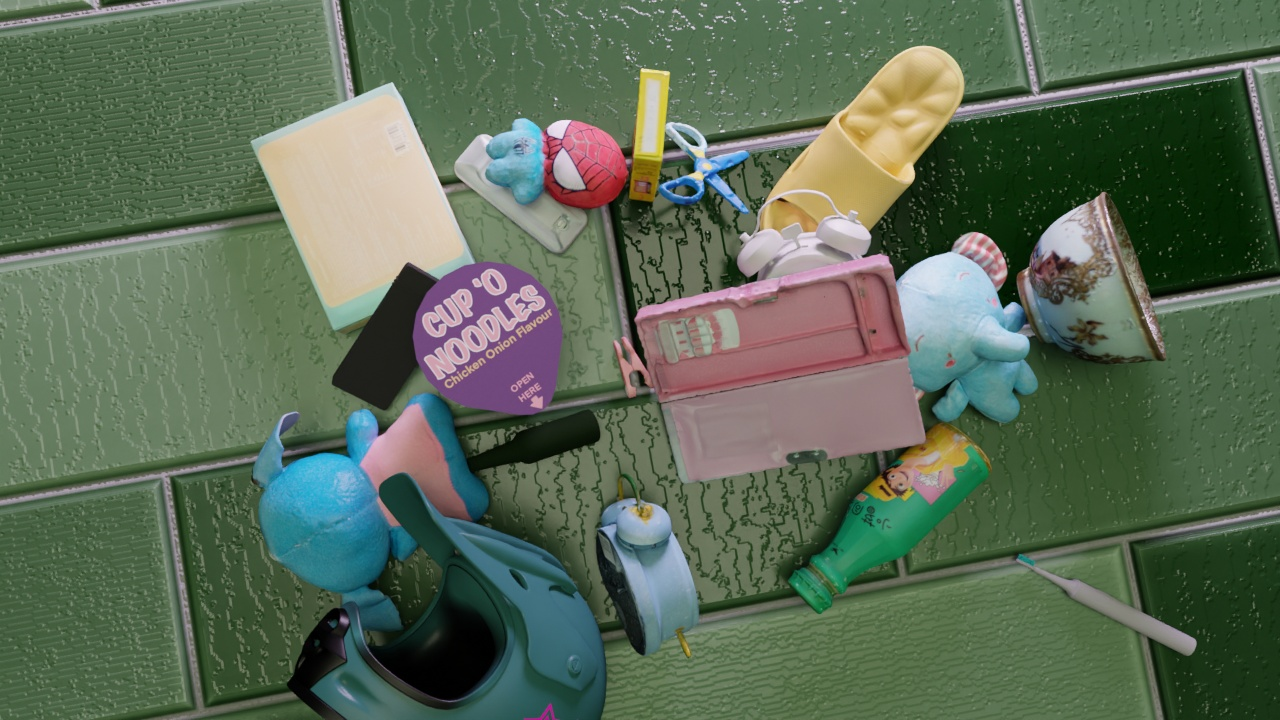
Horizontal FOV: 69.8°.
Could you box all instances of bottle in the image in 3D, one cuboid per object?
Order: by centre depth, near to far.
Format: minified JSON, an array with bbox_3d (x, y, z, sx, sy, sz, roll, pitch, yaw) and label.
[{"bbox_3d":[-0.098,0.077,0.836,0.122,0.033,0.033,-17,87,-22],"label":"bottle"},{"bbox_3d":[0.226,0.149,0.848,0.209,0.068,0.068,-42,89,-5],"label":"bottle"}]

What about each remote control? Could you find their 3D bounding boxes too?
[{"bbox_3d":[-0.223,-0.021,0.836,0.058,0.013,0.133,32,102,-24],"label":"remote control"},{"bbox_3d":[-0.114,-0.159,0.872,0.133,0.022,0.050,39,85,0],"label":"remote control"}]

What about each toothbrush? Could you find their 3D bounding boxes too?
[{"bbox_3d":[0.444,0.232,0.879,0.188,0.018,0.019,27,88,-1],"label":"toothbrush"}]

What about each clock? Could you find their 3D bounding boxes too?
[{"bbox_3d":[0.000,0.180,0.813,0.060,0.118,0.162,-16,94,-15],"label":"clock"},{"bbox_3d":[0.153,-0.079,0.837,0.120,0.061,0.159,-10,111,16],"label":"clock"}]

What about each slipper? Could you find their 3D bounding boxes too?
[{"bbox_3d":[0.209,-0.190,0.863,0.099,0.078,0.263,39,88,4],"label":"slipper"}]

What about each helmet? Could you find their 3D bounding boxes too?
[{"bbox_3d":[-0.141,0.233,0.752,0.275,0.177,0.199,48,66,-26],"label":"helmet"}]

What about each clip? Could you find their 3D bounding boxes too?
[{"bbox_3d":[-0.012,0.010,0.870,0.059,0.023,0.045,42,84,-5],"label":"clip"}]

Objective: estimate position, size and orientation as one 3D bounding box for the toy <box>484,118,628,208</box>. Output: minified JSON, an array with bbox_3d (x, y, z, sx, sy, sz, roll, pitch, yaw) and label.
[{"bbox_3d":[-0.077,-0.184,0.849,0.132,0.062,0.092,2,58,-15],"label":"toy"}]

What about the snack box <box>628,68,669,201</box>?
[{"bbox_3d":[0.006,-0.195,0.816,0.025,0.152,0.075,5,87,-2],"label":"snack box"}]

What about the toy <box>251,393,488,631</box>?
[{"bbox_3d":[-0.233,0.133,0.820,0.191,0.099,0.224,-27,96,-15],"label":"toy"}]

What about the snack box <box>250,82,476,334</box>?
[{"bbox_3d":[-0.254,-0.141,0.853,0.141,0.044,0.193,-24,88,-4],"label":"snack box"}]

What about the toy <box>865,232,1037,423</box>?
[{"bbox_3d":[0.304,-0.014,0.847,0.180,0.115,0.183,41,80,-11],"label":"toy"}]

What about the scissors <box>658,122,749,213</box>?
[{"bbox_3d":[0.058,-0.179,0.862,0.125,0.013,0.126,-26,70,-36],"label":"scissors"}]

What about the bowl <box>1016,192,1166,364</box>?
[{"bbox_3d":[0.407,-0.063,0.845,0.094,0.159,0.160,-20,87,33],"label":"bowl"}]

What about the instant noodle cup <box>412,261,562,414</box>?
[{"bbox_3d":[-0.124,-0.011,0.813,0.122,0.122,0.137,-37,89,-5],"label":"instant noodle cup"}]

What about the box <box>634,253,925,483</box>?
[{"bbox_3d":[0.125,0.012,0.829,0.233,0.040,0.179,-10,108,16],"label":"box"}]
